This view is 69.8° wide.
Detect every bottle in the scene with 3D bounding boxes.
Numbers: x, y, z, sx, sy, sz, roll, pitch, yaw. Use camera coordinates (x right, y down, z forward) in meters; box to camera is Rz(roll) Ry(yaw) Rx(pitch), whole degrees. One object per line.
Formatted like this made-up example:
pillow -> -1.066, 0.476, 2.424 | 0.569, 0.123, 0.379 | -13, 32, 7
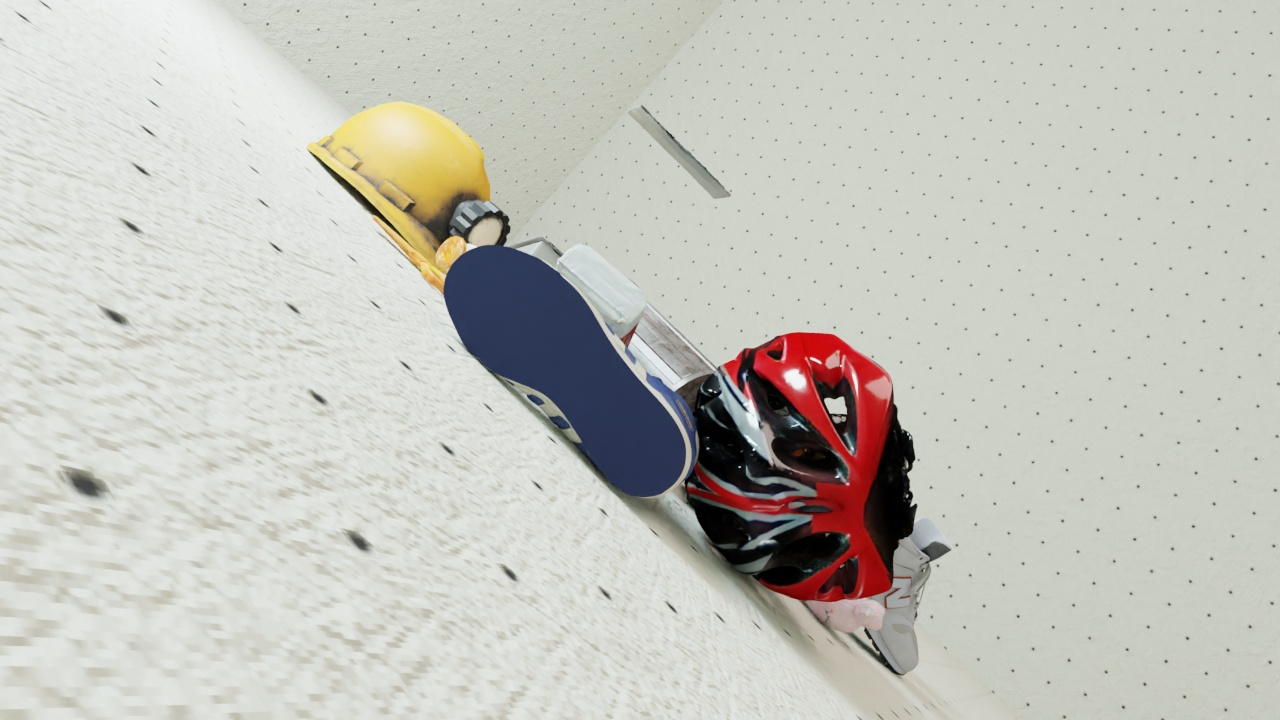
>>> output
bottle -> -0.158, -0.084, 0.928 | 0.063, 0.063, 0.108 | 43, 3, 41

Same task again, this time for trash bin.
trash bin -> -0.006, 0.006, 0.981 | 0.211, 0.131, 0.131 | 45, 3, 40

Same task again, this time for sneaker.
sneaker -> -0.039, 0.008, 0.703 | 0.233, 0.091, 0.118 | 43, 6, 16
sneaker -> 0.283, 0.230, 1.005 | 0.240, 0.124, 0.088 | 58, 11, -16

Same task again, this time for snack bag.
snack bag -> -0.048, -0.021, 0.805 | 0.077, 0.041, 0.226 | 42, -21, 7

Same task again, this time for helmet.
helmet -> 0.121, 0.086, 0.767 | 0.167, 0.217, 0.272 | -3, 8, -7
helmet -> -0.246, -0.212, 1.045 | 0.255, 0.131, 0.205 | 41, 2, 28

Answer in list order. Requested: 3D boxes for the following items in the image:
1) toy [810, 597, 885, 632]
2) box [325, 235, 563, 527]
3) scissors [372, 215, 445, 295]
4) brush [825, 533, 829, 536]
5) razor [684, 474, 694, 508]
toy -> 0.190, 0.239, 0.915 | 0.110, 0.047, 0.063 | 27, -13, 47
box -> -0.204, 0.039, 1.146 | 0.169, 0.404, 0.171 | 41, 2, -19
scissors -> -0.207, -0.094, 0.865 | 0.130, 0.013, 0.070 | 43, 1, 16
brush -> 0.199, 0.179, 0.959 | 0.045, 0.143, 0.008 | 51, 5, 10
razor -> 0.066, 0.131, 0.946 | 0.047, 0.052, 0.143 | 44, -8, 0
